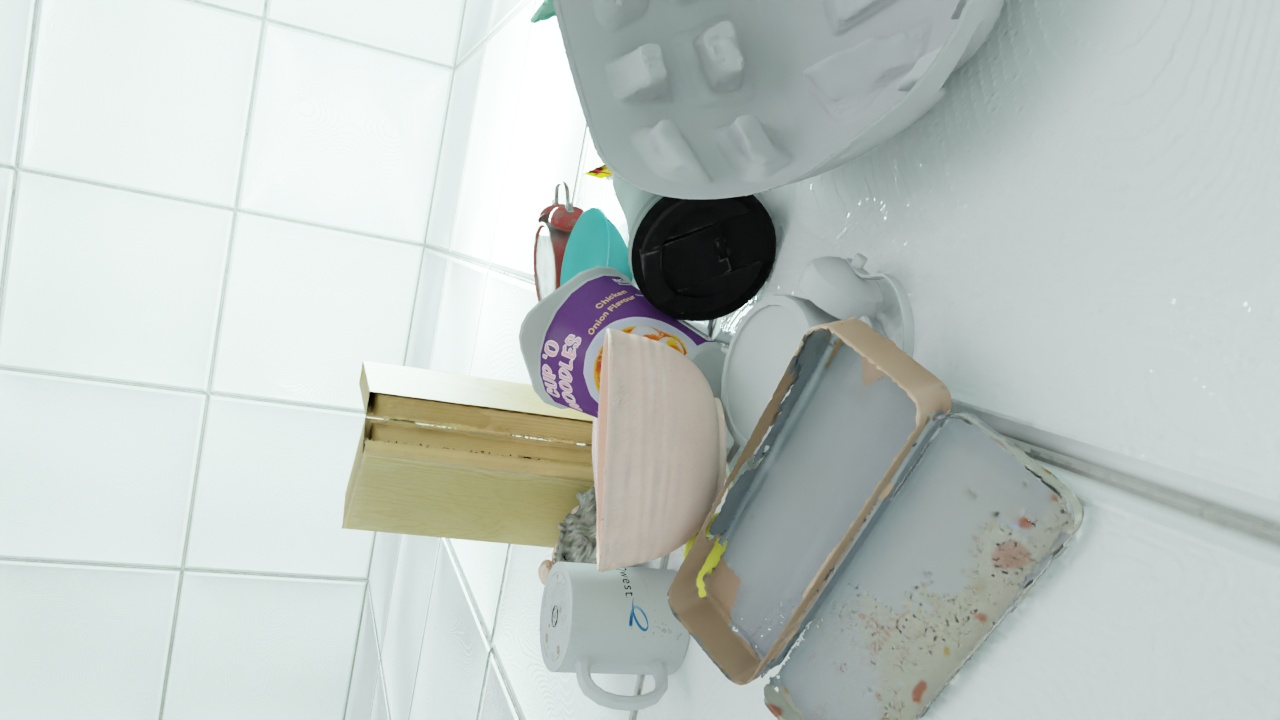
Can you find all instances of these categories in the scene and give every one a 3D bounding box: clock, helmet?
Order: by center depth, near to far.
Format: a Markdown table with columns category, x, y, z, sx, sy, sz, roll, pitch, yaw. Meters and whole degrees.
| category | x | y | z | sx | sy | sz | roll | pitch | yaw |
| --- | --- | --- | --- | --- | --- | --- | --- | --- | --- |
| helmet | 0.079 | -0.214 | 0.499 | 0.224 | 0.183 | 0.283 | 66 | 157 | 3 |
| clock | 0.107 | 0.006 | 0.538 | 0.160 | 0.061 | 0.119 | -35 | 50 | 56 |
| clock | -0.082 | -0.126 | 1.057 | 0.110 | 0.061 | 0.157 | -147 | 54 | -67 |

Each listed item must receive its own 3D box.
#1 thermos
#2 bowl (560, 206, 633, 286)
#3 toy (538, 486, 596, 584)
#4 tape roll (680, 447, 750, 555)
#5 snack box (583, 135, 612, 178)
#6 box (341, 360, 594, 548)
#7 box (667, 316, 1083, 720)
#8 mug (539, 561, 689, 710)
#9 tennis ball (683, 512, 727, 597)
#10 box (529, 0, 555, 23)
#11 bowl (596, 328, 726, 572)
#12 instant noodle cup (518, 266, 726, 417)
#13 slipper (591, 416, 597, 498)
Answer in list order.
| category | x | y | z | sx | sy | sz | roll | pitch | yaw |
| --- | --- | --- | --- | --- | --- | --- | --- | --- | --- |
| thermos | 0.029 | -0.119 | 0.735 | 0.218 | 0.105 | 0.106 | -111 | 36 | -61 |
| bowl | -0.039 | -0.096 | 0.956 | 0.121 | 0.046 | 0.121 | -30 | 56 | 58 |
| toy | -0.057 | 0.193 | 0.863 | 0.176 | 0.076 | 0.132 | 125 | 148 | -63 |
| tape roll | 0.054 | 0.110 | 0.677 | 0.094 | 0.019 | 0.094 | -172 | 90 | -69 |
| snack box | -0.026 | -0.243 | 1.017 | 0.149 | 0.025 | 0.061 | -172 | 92 | -69 |
| box | -0.151 | 0.085 | 0.902 | 0.142 | 0.248 | 0.184 | 139 | 135 | -59 |
| box | 0.103 | 0.103 | 0.465 | 0.151 | 0.043 | 0.217 | 47 | 129 | 35 |
| mug | -0.018 | 0.216 | 0.713 | 0.119 | 0.096 | 0.083 | -107 | 33 | -49 |
| tennis ball | 0.060 | 0.129 | 0.590 | 0.065 | 0.065 | 0.065 | -172 | 91 | -69 |
| box | -0.017 | -0.331 | 0.721 | 0.189 | 0.079 | 0.077 | -40 | 48 | 40 |
| bowl | 0.012 | 0.057 | 0.577 | 0.153 | 0.076 | 0.153 | 180 | 92 | -85 |
| instant noodle cup | -0.004 | 0.004 | 0.696 | 0.122 | 0.136 | 0.122 | 27 | 99 | 35 |
| slipper | -0.009 | 0.058 | 0.811 | 0.221 | 0.055 | 0.107 | -90 | 19 | -46 |
